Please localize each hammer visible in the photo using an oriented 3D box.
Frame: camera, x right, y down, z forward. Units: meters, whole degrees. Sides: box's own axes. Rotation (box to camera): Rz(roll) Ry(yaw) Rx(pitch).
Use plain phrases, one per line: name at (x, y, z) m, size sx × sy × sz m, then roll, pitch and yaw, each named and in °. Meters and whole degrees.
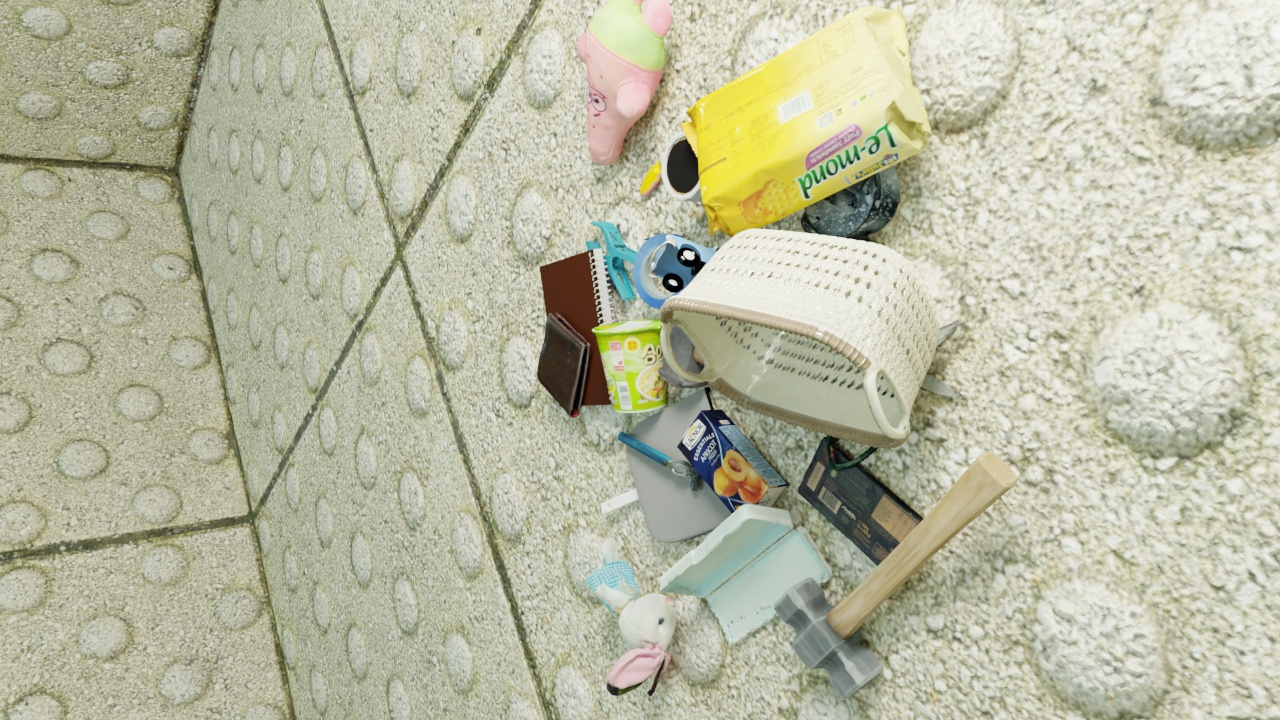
hammer at (0.129, 0.020, 1.007) m, size 0.329 × 0.052 × 0.098 m, roll 29°, pitch 116°, yaw 50°
hammer at (0.241, 0.198, 0.867) m, size 0.117 × 0.051 × 0.324 m, roll 51°, pitch 136°, yaw 25°

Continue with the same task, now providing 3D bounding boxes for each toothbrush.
toothbrush at (0.033, -0.249, 1.147) m, size 0.136 × 0.016 × 0.021 m, roll -45°, pitch 64°, yaw 44°

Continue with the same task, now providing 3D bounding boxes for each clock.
clock at (0.204, -0.153, 0.909) m, size 0.090 × 0.052 × 0.130 m, roll 43°, pitch 124°, yaw 41°

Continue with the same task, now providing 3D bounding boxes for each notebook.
notebook at (-0.084, -0.041, 1.289) m, size 0.172 × 0.022 × 0.209 m, roll -6°, pitch 92°, yaw 57°

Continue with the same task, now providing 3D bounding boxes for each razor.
razor at (0.021, 0.119, 1.151) m, size 0.144 × 0.022 × 0.042 m, roll 22°, pitch 104°, yaw 42°

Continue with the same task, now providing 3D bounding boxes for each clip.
clip at (-0.039, -0.129, 1.244) m, size 0.114 × 0.028 × 0.126 m, roll -55°, pitch 53°, yaw 36°

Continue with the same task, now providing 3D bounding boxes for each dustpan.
dustpan at (0.026, 0.157, 1.184) m, size 0.258 × 0.033 × 0.163 m, roll -30°, pitch 70°, yaw 39°

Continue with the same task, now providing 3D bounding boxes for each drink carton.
drink carton at (0.104, 0.119, 1.059) m, size 0.130 × 0.040 × 0.064 m, roll 50°, pitch 121°, yaw 32°

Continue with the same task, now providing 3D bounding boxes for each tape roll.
tape roll at (0.031, -0.111, 1.144) m, size 0.091 × 0.016 × 0.093 m, roll 0°, pitch 96°, yaw 39°

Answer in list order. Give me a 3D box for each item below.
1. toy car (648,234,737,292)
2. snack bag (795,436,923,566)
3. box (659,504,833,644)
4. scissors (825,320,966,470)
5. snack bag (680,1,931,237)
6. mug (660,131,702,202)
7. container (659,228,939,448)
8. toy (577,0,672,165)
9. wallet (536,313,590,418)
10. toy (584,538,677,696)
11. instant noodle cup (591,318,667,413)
toy car at (0.085, -0.093, 1.008) m, size 0.056 × 0.153 × 0.054 m, roll 121°, pitch 168°, yaw -47°
snack bag at (0.225, 0.151, 0.937) m, size 0.155 × 0.018 × 0.075 m, roll 44°, pitch 126°, yaw 40°
box at (0.115, 0.245, 1.046) m, size 0.125 × 0.075 × 0.198 m, roll 49°, pitch 133°, yaw 12°
scissors at (0.226, 0.000, 0.920) m, size 0.202 × 0.015 × 0.204 m, roll -50°, pitch 54°, yaw 33°
snack bag at (0.148, -0.228, 0.881) m, size 0.248 × 0.068 × 0.159 m, roll -23°, pitch 58°, yaw 30°
mug at (0.072, -0.220, 1.040) m, size 0.105 × 0.089 × 0.073 m, roll 30°, pitch 116°, yaw 47°
container at (0.151, -0.025, 0.854) m, size 0.246 × 0.184 × 0.142 m, roll 16°, pitch 64°, yaw 43°
toy at (-0.030, -0.355, 1.160) m, size 0.192 × 0.096 × 0.237 m, roll 59°, pitch 143°, yaw 42°
wallet at (-0.110, 0.006, 1.297) m, size 0.099 × 0.031 × 0.120 m, roll 43°, pitch 131°, yaw 42°
toy at (-0.002, 0.325, 1.203) m, size 0.106 × 0.131 × 0.205 m, roll -30°, pitch 57°, yaw 16°
instant noodle cup at (-0.007, 0.007, 1.165) m, size 0.099 × 0.098 × 0.108 m, roll 7°, pitch 106°, yaw 51°
